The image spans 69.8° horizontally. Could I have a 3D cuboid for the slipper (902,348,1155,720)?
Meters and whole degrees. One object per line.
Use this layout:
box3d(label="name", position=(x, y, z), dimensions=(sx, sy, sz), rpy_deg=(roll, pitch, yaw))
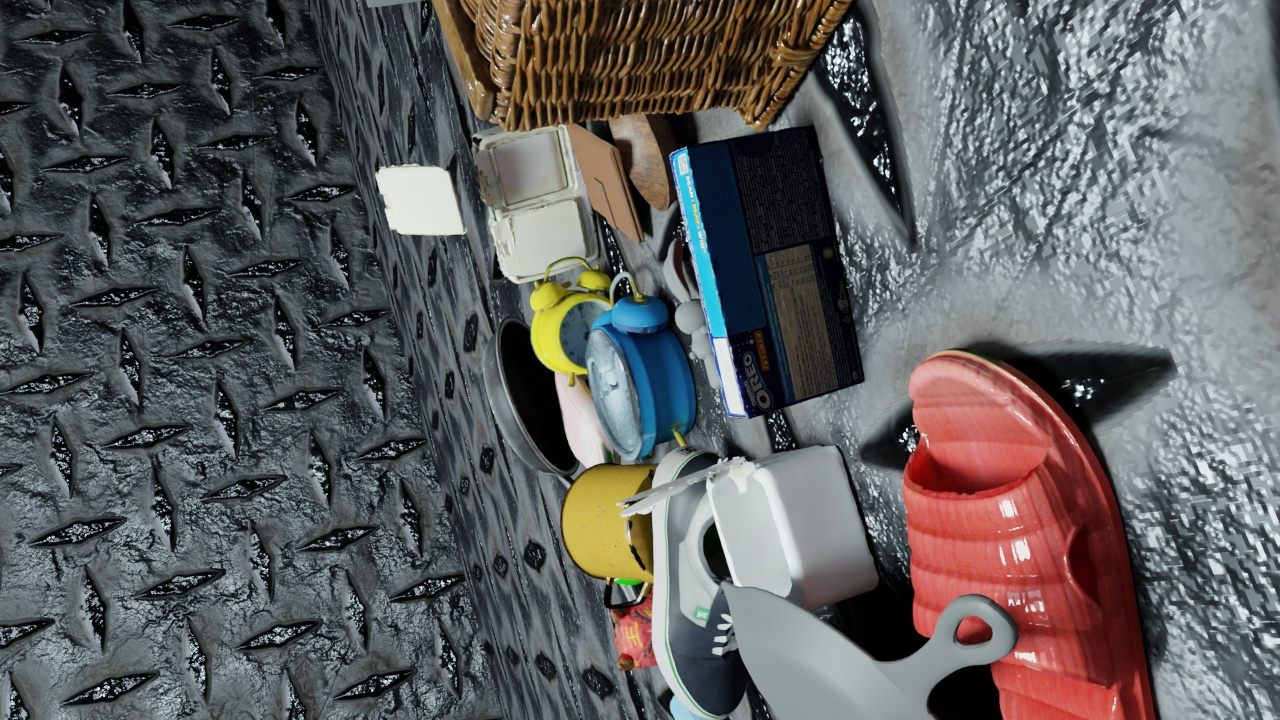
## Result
box3d(label="slipper", position=(0.164, 0.117, 0.407), dimensions=(0.104, 0.059, 0.248), rpy_deg=(159, 95, -70))

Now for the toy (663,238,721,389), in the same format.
box3d(label="toy", position=(0.040, -0.032, 0.677), dimensions=(0.049, 0.030, 0.111), rpy_deg=(110, 138, -81))

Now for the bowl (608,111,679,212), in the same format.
box3d(label="bowl", position=(0.007, -0.163, 0.673), dimensions=(0.114, 0.026, 0.102), rpy_deg=(-128, 17, -55))

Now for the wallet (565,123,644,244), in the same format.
box3d(label="wallet", position=(-0.030, -0.154, 0.778), dimensions=(0.121, 0.013, 0.087), rpy_deg=(48, 160, 58))

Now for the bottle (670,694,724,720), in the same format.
box3d(label="bottle", position=(0.071, 0.360, 0.843), dimensions=(0.130, 0.040, 0.040), rpy_deg=(-129, 31, -49))

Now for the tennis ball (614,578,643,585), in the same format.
box3d(label="tennis ball", position=(-0.011, 0.190, 0.911), dimensions=(0.065, 0.065, 0.065), rpy_deg=(165, 90, -70))

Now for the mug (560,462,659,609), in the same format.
box3d(label="mug", position=(-0.001, 0.146, 0.764), dimensions=(0.094, 0.100, 0.123), rpy_deg=(-10, 64, 51))

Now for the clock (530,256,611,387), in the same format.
box3d(label="clock", position=(-0.061, -0.039, 0.865), dimensions=(0.057, 0.083, 0.119), rpy_deg=(8, 114, 63))

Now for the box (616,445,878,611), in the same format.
box3d(label="box", position=(0.055, 0.107, 0.580), dimensions=(0.109, 0.136, 0.121), rpy_deg=(-28, 78, 67))

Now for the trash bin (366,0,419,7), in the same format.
box3d(label="trash bin", position=(-0.122, -0.376, 0.622), dimensions=(0.218, 0.217, 0.227), rpy_deg=(-141, 37, -59))

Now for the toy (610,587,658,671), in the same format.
box3d(label="toy", position=(0.005, 0.258, 0.875), dimensions=(0.133, 0.094, 0.088), rpy_deg=(111, 140, -61))

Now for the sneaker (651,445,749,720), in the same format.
box3d(label="sneaker", position=(0.062, 0.185, 0.702), dimensions=(0.079, 0.084, 0.235), rpy_deg=(19, 121, 52))

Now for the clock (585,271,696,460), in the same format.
box3d(label="clock", position=(-0.005, 0.005, 0.780), dimensions=(0.117, 0.060, 0.161), rpy_deg=(160, 97, -71))

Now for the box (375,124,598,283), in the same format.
box3d(label="box", position=(-0.126, -0.128, 0.822), dimensions=(0.070, 0.186, 0.144), rpy_deg=(39, 146, 57))

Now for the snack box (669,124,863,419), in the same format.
box3d(label="snack box", position=(0.071, -0.049, 0.508), dimensions=(0.027, 0.082, 0.150), rpy_deg=(179, 78, -68))

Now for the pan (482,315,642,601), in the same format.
box3d(label="pan", position=(-0.082, 0.119, 1.010), dimensions=(0.187, 0.055, 0.357), rpy_deg=(-14, -98, -77))

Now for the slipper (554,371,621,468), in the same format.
box3d(label="slipper", position=(-0.050, 0.053, 0.932), dimensions=(0.221, 0.055, 0.107), rpy_deg=(-131, 29, -70))

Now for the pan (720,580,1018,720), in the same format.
box3d(label="pan", position=(0.120, 0.181, 0.471), dimensions=(0.216, 0.024, 0.355), rpy_deg=(42, 158, 21))

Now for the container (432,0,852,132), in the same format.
box3d(label="container", position=(0.000, -0.227, 0.424), dimensions=(0.251, 0.183, 0.162), rpy_deg=(123, 128, -64))
